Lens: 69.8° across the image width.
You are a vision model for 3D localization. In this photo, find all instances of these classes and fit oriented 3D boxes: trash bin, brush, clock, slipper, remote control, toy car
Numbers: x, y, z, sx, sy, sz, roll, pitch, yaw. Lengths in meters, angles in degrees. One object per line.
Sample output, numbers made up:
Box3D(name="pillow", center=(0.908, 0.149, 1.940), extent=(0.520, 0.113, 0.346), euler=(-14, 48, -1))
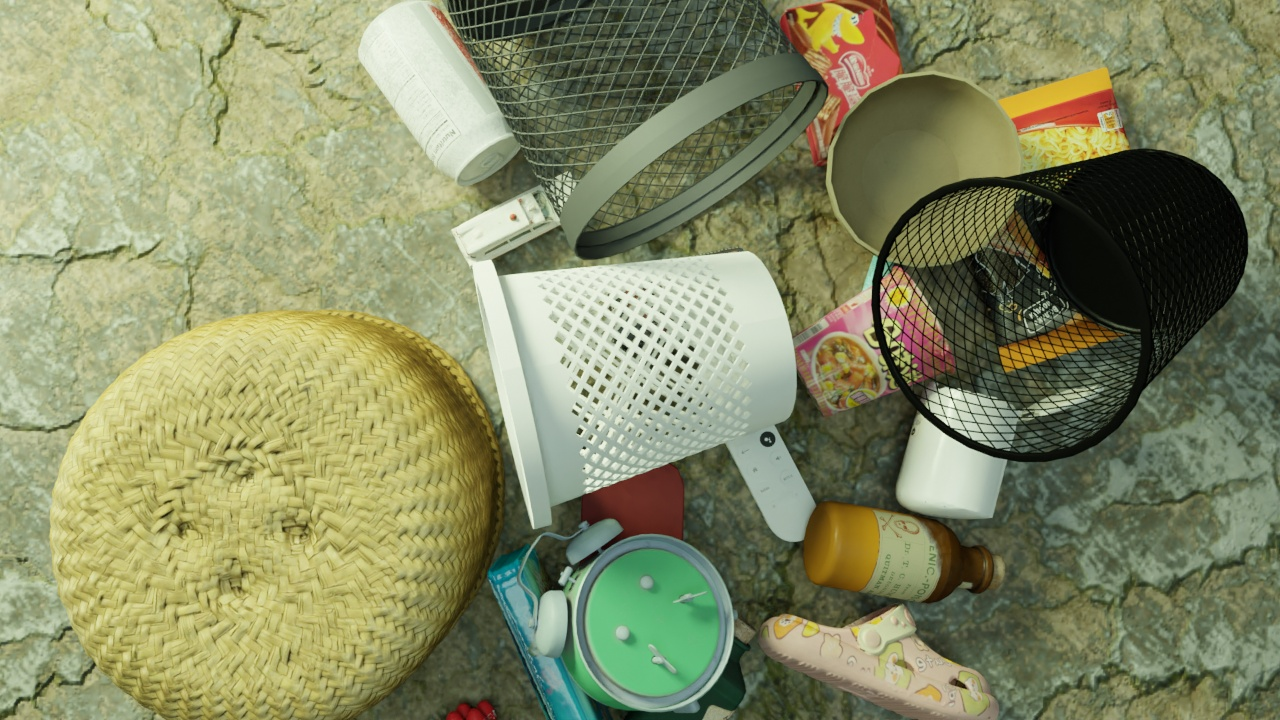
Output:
Box3D(name="trash bin", center=(-0.004, 0.004, 0.679), extent=(0.199, 0.196, 0.195), euler=(-13, 88, -10))
Box3D(name="brush", center=(-0.008, 0.161, 0.751), extent=(0.082, 0.042, 0.173), euler=(2, 88, 0))
Box3D(name="clock", center=(-0.013, 0.182, 0.669), extent=(0.161, 0.076, 0.121), euler=(32, 62, -7))
Box3D(name="trash bin", center=(-0.015, -0.231, 0.687), extent=(0.217, 0.218, 0.227), euler=(-32, 84, -2))
Box3D(name="slipper", center=(0.193, 0.229, 0.729), extent=(0.197, 0.093, 0.081), euler=(21, 70, -4))
Box3D(name="trash bin", center=(0.299, -0.056, 0.633), extent=(0.209, 0.185, 0.184), euler=(-23, 87, -35))
Box3D(name="remote control", center=(0.105, 0.088, 0.769), extent=(0.043, 0.013, 0.136), euler=(-27, 88, -1))
Box3D(name="toy car", center=(-0.100, -0.118, 0.763), extent=(0.113, 0.039, 0.039), euler=(-27, 88, -2))

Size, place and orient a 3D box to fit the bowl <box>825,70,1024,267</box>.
Box3D(name="bowl", center=(0.223, -0.150, 0.741), extent=(0.152, 0.050, 0.152), euler=(0, 94, 2))

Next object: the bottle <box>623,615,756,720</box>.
Box3D(name="bottle", center=(0.046, 0.264, 0.737), extent=(0.061, 0.061, 0.131), euler=(37, 88, 3))

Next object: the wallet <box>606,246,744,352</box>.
Box3D(name="wallet", center=(0.033, -0.050, 0.771), extent=(0.123, 0.019, 0.072), euler=(-10, 88, -1))

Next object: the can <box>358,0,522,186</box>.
Box3D(name="can", center=(-0.162, -0.217, 0.748), extent=(0.078, 0.078, 0.136), euler=(-36, 88, -2))

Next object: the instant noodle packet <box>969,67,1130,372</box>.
Box3D(name="instant noodle packet", center=(0.348, -0.119, 0.769), extent=(0.160, 0.032, 0.220), euler=(-17, 88, 1))

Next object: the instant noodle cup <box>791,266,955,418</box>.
Box3D(name="instant noodle cup", center=(0.179, -0.008, 0.739), extent=(0.109, 0.097, 0.097), euler=(-28, 88, 7))

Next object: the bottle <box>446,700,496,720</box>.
Box3D(name="bottle", center=(-0.125, 0.349, 0.742), extent=(0.042, 0.042, 0.141), euler=(-13, 88, -1))

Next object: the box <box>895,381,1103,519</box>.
Box3D(name="box", center=(0.289, 0.068, 0.741), extent=(0.142, 0.083, 0.140), euler=(14, 86, 6))

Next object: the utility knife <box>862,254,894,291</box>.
Box3D(name="utility knife", center=(0.208, -0.091, 0.777), extent=(0.022, 0.015, 0.126), euler=(20, 89, 2))

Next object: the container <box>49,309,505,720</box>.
Box3D(name="container", center=(-0.254, 0.109, 0.678), extent=(0.307, 0.196, 0.307), euler=(0, 88, -2))

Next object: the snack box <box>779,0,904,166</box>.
Box3D(name="snack box", center=(0.177, -0.239, 0.779), extent=(0.089, 0.021, 0.133), euler=(-13, 88, -1))

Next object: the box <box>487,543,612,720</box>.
Box3D(name="box", center=(-0.060, 0.258, 0.720), extent=(0.041, 0.094, 0.227), euler=(-25, 88, -3))

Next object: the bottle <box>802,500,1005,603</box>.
Box3D(name="bottle", center=(0.215, 0.158, 0.737), extent=(0.157, 0.068, 0.068), euler=(11, 87, -9))
